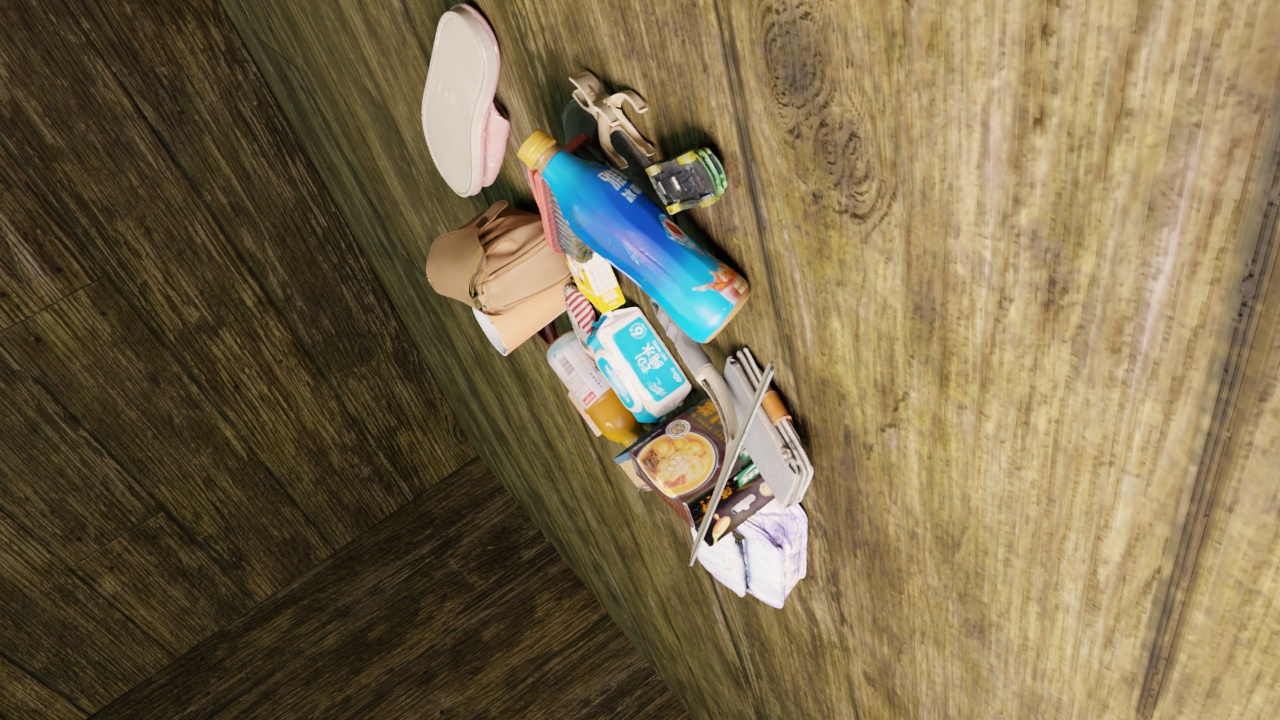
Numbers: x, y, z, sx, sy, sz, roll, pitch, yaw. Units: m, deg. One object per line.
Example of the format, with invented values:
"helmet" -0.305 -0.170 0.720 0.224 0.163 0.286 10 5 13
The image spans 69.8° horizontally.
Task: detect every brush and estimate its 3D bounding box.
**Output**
"brush" -0.070 -0.148 0.849 0.069 0.063 0.146 39 161 17

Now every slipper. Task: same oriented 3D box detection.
"slipper" -0.188 -0.283 1.018 0.114 0.054 0.275 49 152 12

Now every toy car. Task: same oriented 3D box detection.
"toy car" 0.036 -0.138 0.693 0.043 0.036 0.091 62 164 -16

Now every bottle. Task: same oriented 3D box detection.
"bottle" -0.051 0.045 1.240 0.189 0.068 0.068 53 164 10
"bottle" -0.009 -0.106 0.748 0.218 0.065 0.065 41 164 -3

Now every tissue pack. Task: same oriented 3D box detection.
"tissue pack" -0.006 0.006 1.045 0.140 0.063 0.090 56 164 -1

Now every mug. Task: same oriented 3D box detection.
"mug" -0.145 -0.070 1.186 0.078 0.122 0.078 50 163 21

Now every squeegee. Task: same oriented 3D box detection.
"squeegee" 0.058 0.018 0.857 0.246 0.039 0.247 -111 28 -44

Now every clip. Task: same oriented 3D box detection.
"clip" -0.026 -0.210 0.744 0.103 0.035 0.092 60 169 13

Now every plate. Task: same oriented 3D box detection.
"plate" -0.027 -0.158 0.858 0.179 0.024 0.180 49 163 21

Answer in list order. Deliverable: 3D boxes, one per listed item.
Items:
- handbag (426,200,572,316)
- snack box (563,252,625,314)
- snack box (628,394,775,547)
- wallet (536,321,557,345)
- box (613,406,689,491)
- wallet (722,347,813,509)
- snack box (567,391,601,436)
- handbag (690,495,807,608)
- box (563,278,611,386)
"handbag" -0.176 -0.129 1.116 0.205 0.147 0.100 22 145 55
"snack box" -0.066 -0.126 0.993 0.140 0.033 0.087 65 170 -30
"snack box" 0.070 0.107 0.935 0.126 0.113 0.053 38 156 45
"wallet" -0.165 -0.088 1.399 0.096 0.020 0.122 42 157 40
"box" 0.031 0.106 1.087 0.059 0.089 0.185 54 159 -1
"wallet" 0.117 0.062 0.844 0.107 0.037 0.129 93 151 -63
"snack box" -0.069 0.065 1.403 0.084 0.026 0.157 54 164 5
"handbag" 0.113 0.195 1.017 0.134 0.075 0.194 30 154 28
"box" -0.051 -0.035 1.148 0.071 0.057 0.164 -117 6 -49
